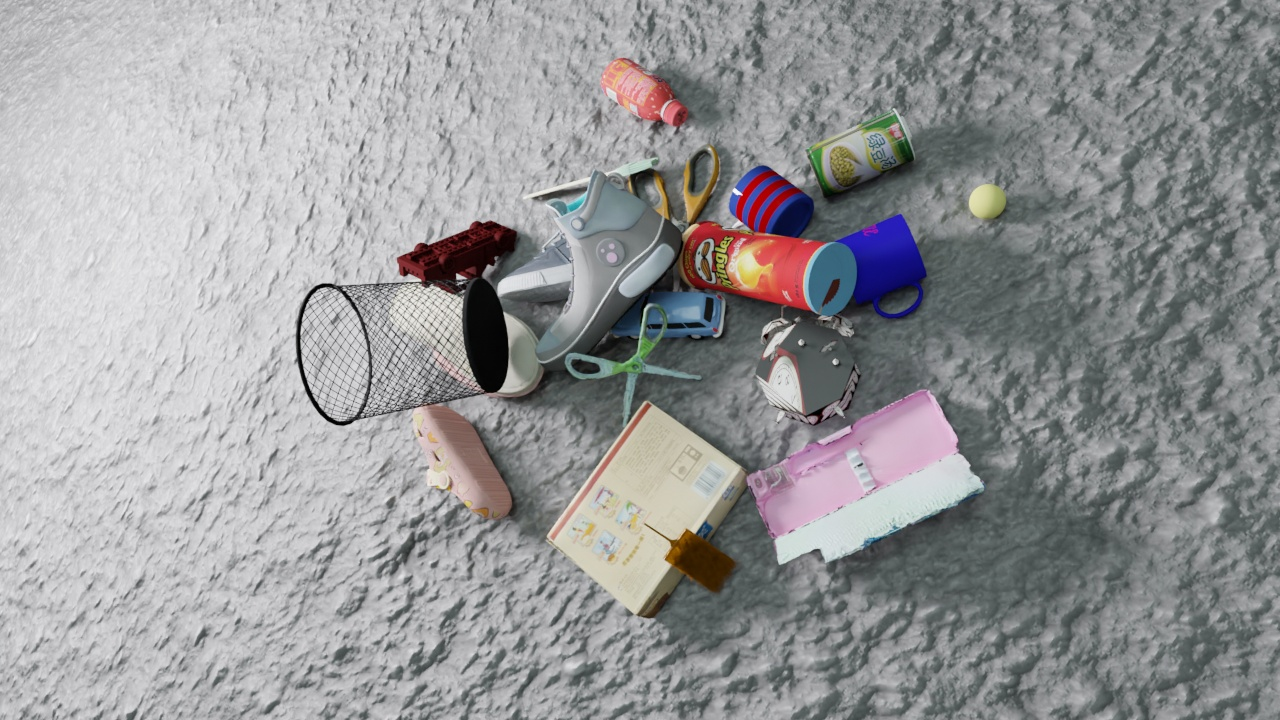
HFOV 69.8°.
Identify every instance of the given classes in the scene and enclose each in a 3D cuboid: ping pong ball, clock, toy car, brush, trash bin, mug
[{"bbox_3d":[0.401,-0.183,1.059,0.040,0.040,0.040,-8,68,20],"label":"ping pong ball"},{"bbox_3d":[0.193,-0.006,1.068,0.115,0.065,0.154,-7,69,21],"label":"clock"},{"bbox_3d":[-0.252,-0.141,1.281,0.070,0.062,0.169,26,39,31],"label":"toy car"},{"bbox_3d":[0.030,-0.059,1.163,0.154,0.055,0.056,1,71,23],"label":"toy car"},{"bbox_3d":[-0.074,-0.253,1.286,0.218,0.033,0.012,-9,110,28],"label":"brush"},{"bbox_3d":[-0.290,-0.020,1.159,0.210,0.184,0.183,-7,68,11],"label":"trash bin"},{"bbox_3d":[0.283,-0.102,1.066,0.084,0.079,0.111,-22,92,14],"label":"mug"},{"bbox_3d":[0.155,-0.177,1.152,0.076,0.074,0.112,45,118,30],"label":"mug"},{"bbox_3d":[0.053,0.214,1.017,0.048,0.126,0.017,-53,30,-3],"label":"brush"}]

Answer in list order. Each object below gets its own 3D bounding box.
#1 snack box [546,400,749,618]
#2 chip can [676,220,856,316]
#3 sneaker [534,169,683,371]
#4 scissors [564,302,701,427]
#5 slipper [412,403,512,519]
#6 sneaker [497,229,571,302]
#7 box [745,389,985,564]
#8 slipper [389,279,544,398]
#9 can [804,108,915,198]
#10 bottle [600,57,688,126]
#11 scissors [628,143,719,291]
[{"bbox_3d":[0.009,0.175,1.085,0.153,0.055,0.207,34,87,29],"label":"snack box"},{"bbox_3d":[0.143,-0.111,1.077,0.214,0.087,0.087,19,78,49],"label":"chip can"},{"bbox_3d":[-0.080,-0.109,1.125,0.257,0.160,0.092,-42,18,25],"label":"sneaker"},{"bbox_3d":[-0.008,0.007,1.129,0.172,0.021,0.172,8,111,-13],"label":"scissors"},{"bbox_3d":[-0.246,0.141,1.192,0.082,0.093,0.197,-47,61,13],"label":"slipper"},{"bbox_3d":[-0.085,-0.139,1.221,0.236,0.089,0.087,-14,79,12],"label":"sneaker"},{"bbox_3d":[0.242,0.141,0.996,0.231,0.062,0.160,-28,43,11],"label":"box"},{"bbox_3d":[-0.237,-0.031,1.268,0.274,0.054,0.114,30,85,26],"label":"slipper"},{"bbox_3d":[0.270,-0.253,1.126,0.121,0.067,0.067,-23,64,14],"label":"can"},{"bbox_3d":[0.010,-0.371,1.285,0.137,0.062,0.062,41,90,29],"label":"bottle"},{"bbox_3d":[0.041,-0.188,1.229,0.175,0.016,0.225,2,72,24],"label":"scissors"}]
